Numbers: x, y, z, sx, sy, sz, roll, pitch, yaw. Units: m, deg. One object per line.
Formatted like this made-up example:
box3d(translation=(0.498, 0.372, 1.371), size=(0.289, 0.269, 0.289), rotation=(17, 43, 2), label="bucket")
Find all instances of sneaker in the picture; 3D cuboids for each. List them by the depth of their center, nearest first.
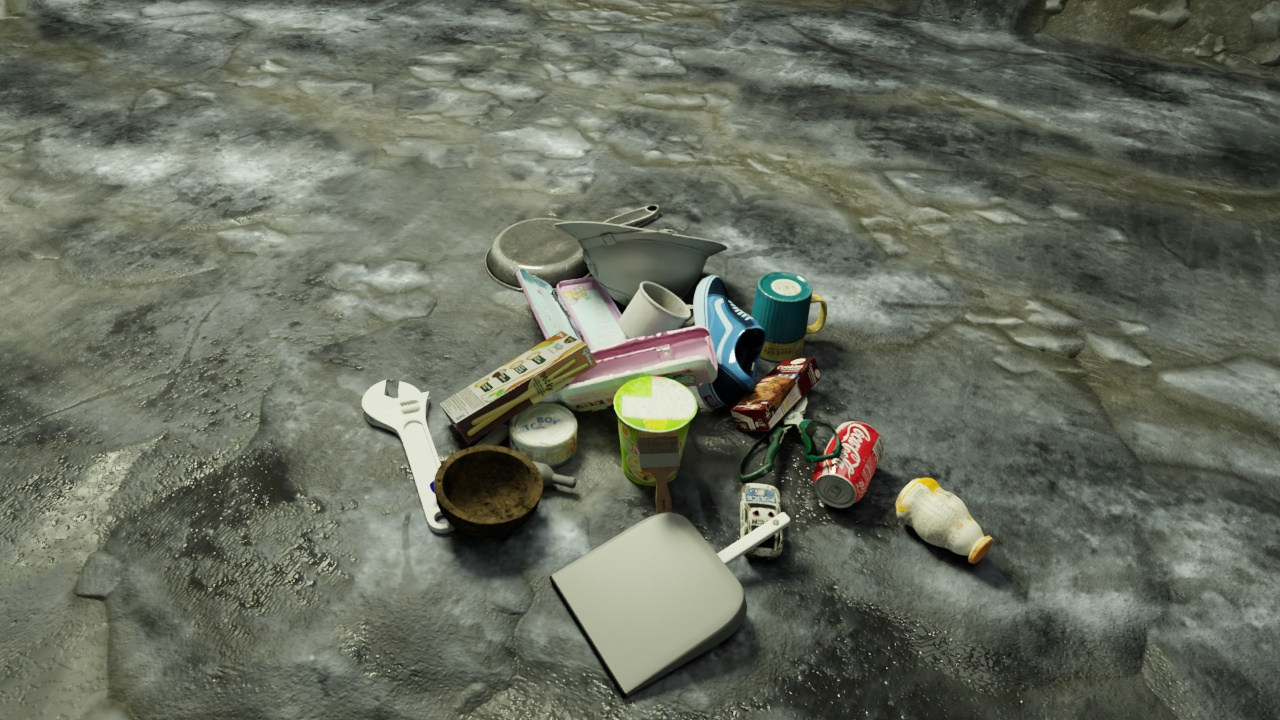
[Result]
box3d(translation=(0.134, -0.038, 1.277), size=(0.098, 0.083, 0.240), rotation=(-23, 39, 24), label="sneaker")

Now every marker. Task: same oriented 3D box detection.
box3d(translation=(-0.204, 0.119, 1.118), size=(0.020, 0.020, 0.141), rotation=(20, 35, 20), label="marker")

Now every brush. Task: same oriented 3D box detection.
box3d(translation=(0.025, 0.136, 1.023), size=(0.045, 0.143, 0.008), rotation=(-4, 37, 4), label="brush")

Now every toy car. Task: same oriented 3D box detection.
box3d(translation=(0.139, 0.180, 1.059), size=(0.048, 0.041, 0.112), rotation=(5, 38, 1), label="toy car")

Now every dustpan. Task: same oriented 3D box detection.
box3d(translation=(0.053, 0.228, 0.981), size=(0.257, 0.033, 0.163), rotation=(-30, 47, -14), label="dustpan")

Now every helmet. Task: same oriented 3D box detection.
box3d(translation=(-0.002, -0.137, 1.393), size=(0.270, 0.117, 0.183), rotation=(5, 3, -21), label="helmet")

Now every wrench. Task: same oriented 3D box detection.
box3d(translation=(-0.283, 0.113, 1.134), size=(0.086, 0.018, 0.273), rotation=(-12, 42, -19), label="wrench")

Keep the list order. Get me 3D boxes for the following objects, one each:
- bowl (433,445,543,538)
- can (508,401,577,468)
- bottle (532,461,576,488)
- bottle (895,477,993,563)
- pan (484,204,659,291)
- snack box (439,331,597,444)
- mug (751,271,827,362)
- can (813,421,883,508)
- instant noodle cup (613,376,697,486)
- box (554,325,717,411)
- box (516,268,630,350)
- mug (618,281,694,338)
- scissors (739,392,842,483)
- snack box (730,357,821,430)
box3d(translation=(-0.174, 0.159, 1.048), size=(0.121, 0.056, 0.121), rotation=(7, 38, -5), label="bowl")
box3d(translation=(-0.122, 0.093, 1.149), size=(0.086, 0.043, 0.086), rotation=(3, 39, -3), label="can")
box3d(translation=(-0.132, 0.136, 1.103), size=(0.113, 0.030, 0.030), rotation=(11, 39, 10), label="bottle")
box3d(translation=(0.349, 0.185, 1.053), size=(0.063, 0.063, 0.109), rotation=(-25, 49, -32), label="bottle")
box3d(translation=(-0.098, -0.209, 1.539), size=(0.355, 0.055, 0.187), rotation=(-32, 50, -31), label="pan")
box3d(translation=(-0.156, 0.031, 1.160), size=(0.185, 0.032, 0.101), rotation=(-32, 22, -14), label="snack box")
box3d(translation=(0.215, -0.066, 1.325), size=(0.113, 0.107, 0.083), rotation=(-7, 38, -14), label="mug")
box3d(translation=(0.252, 0.126, 1.116), size=(0.064, 0.064, 0.104), rotation=(20, 41, 19), label="can")
box3d(translation=(0.015, 0.091, 1.108), size=(0.099, 0.108, 0.098), rotation=(2, 38, -2), label="instant noodle cup")
box3d(translation=(-0.007, 0.008, 1.167), size=(0.202, 0.102, 0.087), rotation=(-13, 78, 11), label="box")
box3d(translation=(-0.095, -0.061, 1.342), size=(0.149, 0.049, 0.214), rotation=(7, 33, -30), label="box")
box3d(translation=(0.030, -0.059, 1.320), size=(0.113, 0.071, 0.084), rotation=(15, 29, -39), label="mug")
box3d(translation=(0.175, 0.097, 1.172), size=(0.147, 0.015, 0.209), rotation=(-26, 19, 7), label="scissors")
box3d(translation=(0.182, 0.044, 1.225), size=(0.051, 0.032, 0.140), rotation=(-4, 26, 44), label="snack box")
